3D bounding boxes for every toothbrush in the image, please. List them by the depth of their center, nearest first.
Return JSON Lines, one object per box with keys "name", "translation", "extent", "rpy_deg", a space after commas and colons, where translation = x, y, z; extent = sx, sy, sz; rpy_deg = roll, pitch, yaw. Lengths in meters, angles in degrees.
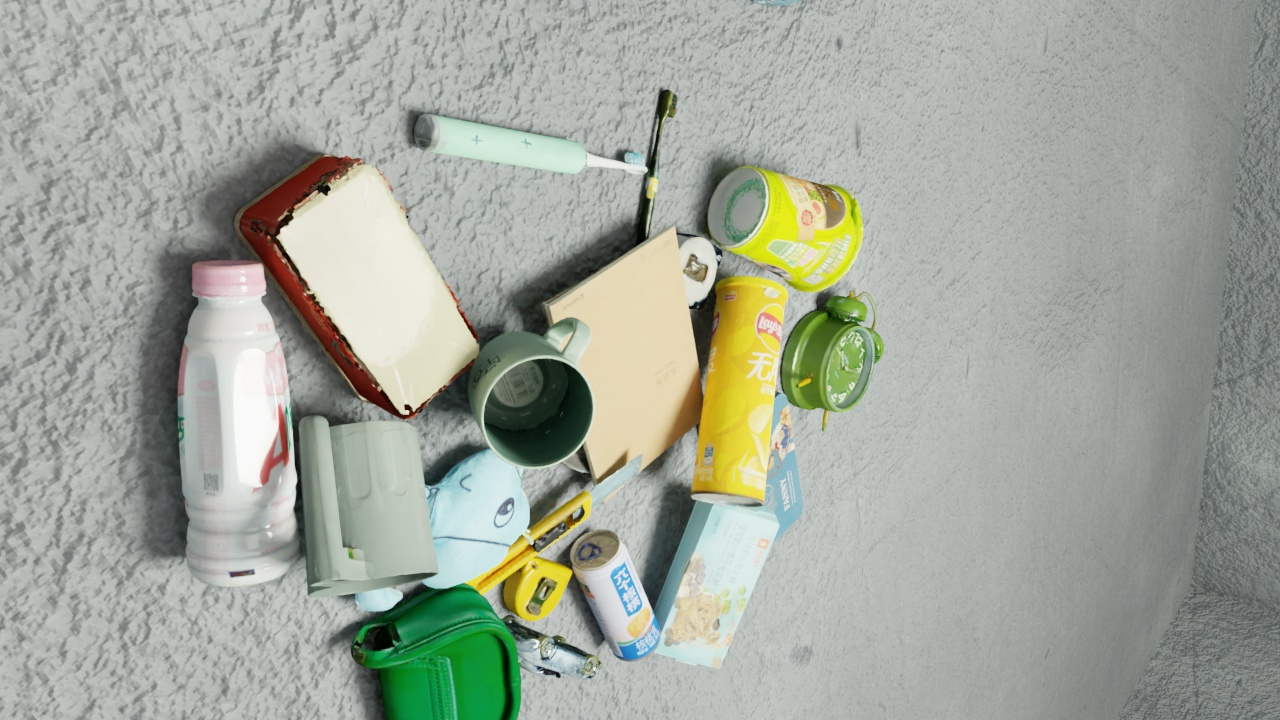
{"name": "toothbrush", "translation": [-0.073, -0.162, 0.714], "extent": [0.224, 0.027, 0.027], "rpy_deg": [-2, 82, -45]}
{"name": "toothbrush", "translation": [0.010, -0.146, 0.817], "extent": [0.017, 0.012, 0.186], "rpy_deg": [-2, 104, -57]}

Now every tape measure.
{"name": "tape measure", "translation": [-0.091, 0.202, 0.812], "extent": [0.060, 0.029, 0.057], "rpy_deg": [32, 80, -46]}
{"name": "tape measure", "translation": [0.040, -0.085, 0.852], "extent": [0.066, 0.034, 0.065], "rpy_deg": [21, 86, -48]}

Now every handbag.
{"name": "handbag", "translation": [-0.159, 0.252, 0.722], "extent": [0.120, 0.068, 0.131], "rpy_deg": [-16, 117, -28]}

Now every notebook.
{"name": "notebook", "translation": [-0.005, 0.005, 0.811], "extent": [0.149, 0.012, 0.212], "rpy_deg": [-36, 131, -31]}

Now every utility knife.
{"name": "utility knife", "translation": [-0.078, 0.145, 0.790], "extent": [0.214, 0.015, 0.033], "rpy_deg": [-34, 130, -20]}

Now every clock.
{"name": "clock", "translation": [0.227, -0.009, 1.053], "extent": [0.161, 0.056, 0.116], "rpy_deg": [-55, 136, -18]}

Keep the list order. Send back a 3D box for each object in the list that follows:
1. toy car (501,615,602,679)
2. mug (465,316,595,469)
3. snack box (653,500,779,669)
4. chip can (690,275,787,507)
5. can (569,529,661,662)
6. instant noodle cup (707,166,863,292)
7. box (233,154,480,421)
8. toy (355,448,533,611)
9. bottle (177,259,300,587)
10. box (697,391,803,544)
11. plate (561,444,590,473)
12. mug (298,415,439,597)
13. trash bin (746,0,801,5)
{"name": "toy car", "translation": [-0.084, 0.261, 0.820], "extent": [0.120, 0.054, 0.036], "rpy_deg": [37, 73, -47]}
{"name": "mug", "translation": [-0.079, 0.014, 0.689], "extent": [0.082, 0.106, 0.112], "rpy_deg": [34, 92, -21]}
{"name": "snack box", "translation": [0.072, 0.220, 0.928], "extent": [0.074, 0.051, 0.175], "rpy_deg": [18, 102, -11]}
{"name": "chip can", "translation": [0.094, 0.030, 0.876], "extent": [0.072, 0.072, 0.213], "rpy_deg": [25, 68, -47]}
{"name": "can", "translation": [-0.023, 0.224, 0.871], "extent": [0.053, 0.053, 0.135], "rpy_deg": [-41, 129, -30]}
{"name": "instant noodle cup", "translation": [0.134, -0.132, 0.886], "extent": [0.123, 0.112, 0.111], "rpy_deg": [11, 94, -40]}
{"name": "box", "translation": [-0.176, -0.047, 0.608], "extent": [0.091, 0.077, 0.168], "rpy_deg": [-46, 131, -26]}
{"name": "toy", "translation": [-0.151, 0.129, 0.712], "extent": [0.156, 0.050, 0.161], "rpy_deg": [39, 76, -41]}
{"name": "bottle", "translation": [-0.250, 0.038, 0.568], "extent": [0.068, 0.068, 0.197], "rpy_deg": [-10, 107, -44]}
{"name": "box", "translation": [0.120, 0.118, 0.981], "extent": [0.089, 0.061, 0.184], "rpy_deg": [-37, 125, -31]}
{"name": "plate", "translation": [-0.028, 0.012, 0.818], "extent": [0.179, 0.024, 0.180], "rpy_deg": [-21, 121, -40]}
{"name": "mug", "translation": [-0.186, 0.095, 0.596], "extent": [0.124, 0.084, 0.103], "rpy_deg": [71, 7, -74]}
{"name": "trash bin", "translation": [0.079, -0.370, 0.689], "extent": [0.194, 0.227, 0.226], "rpy_deg": [1, 102, -59]}
